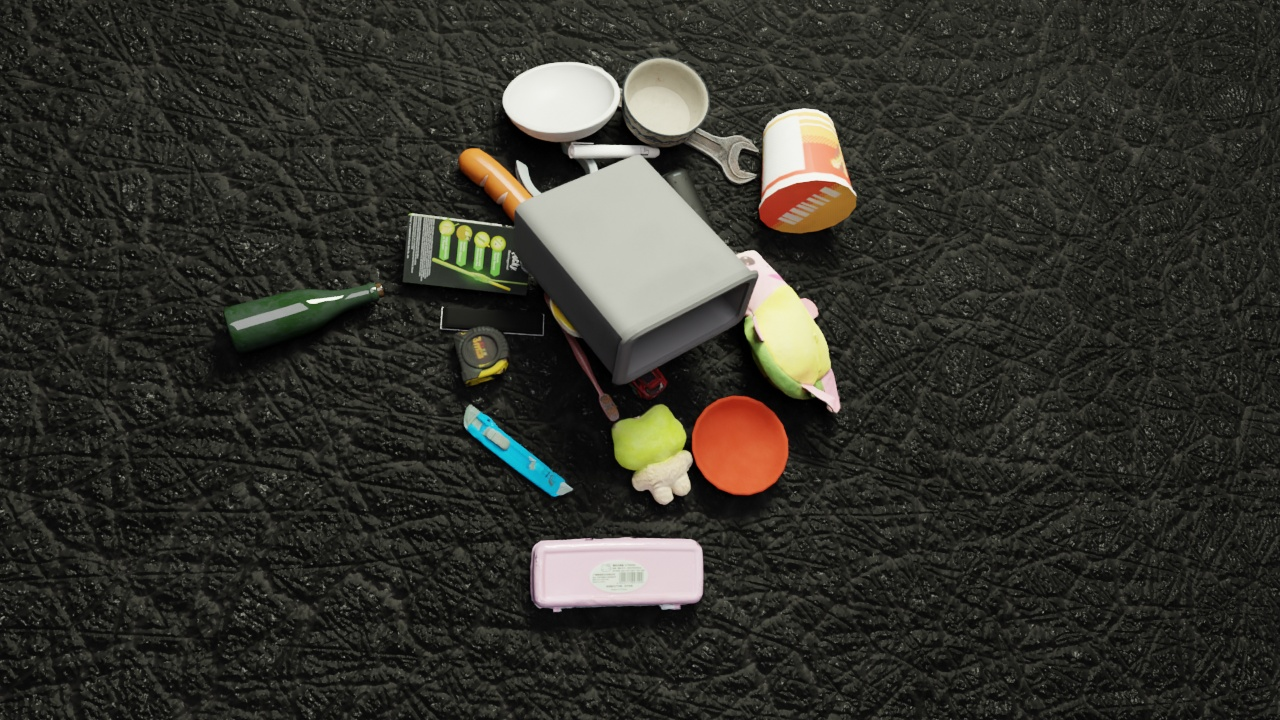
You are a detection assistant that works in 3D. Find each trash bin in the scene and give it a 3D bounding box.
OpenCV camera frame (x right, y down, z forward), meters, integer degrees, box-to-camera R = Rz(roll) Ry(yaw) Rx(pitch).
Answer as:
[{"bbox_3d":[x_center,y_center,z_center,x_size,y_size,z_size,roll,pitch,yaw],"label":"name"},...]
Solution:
[{"bbox_3d":[-0.010,-0.110,1.053,0.191,0.098,0.220,-28,64,-25],"label":"trash bin"}]

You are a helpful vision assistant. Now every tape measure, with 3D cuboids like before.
[{"bbox_3d":[-0.188,-0.009,1.096,0.062,0.038,0.067,-16,75,-7],"label":"tape measure"}]

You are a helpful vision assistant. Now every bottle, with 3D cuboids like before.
[{"bbox_3d":[-0.383,-0.058,1.058,0.174,0.055,0.055,-18,79,-18],"label":"bottle"}]

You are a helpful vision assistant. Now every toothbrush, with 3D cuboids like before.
[{"bbox_3d":[-0.075,-0.007,1.130,0.015,0.016,0.184,-28,80,-11],"label":"toothbrush"}]

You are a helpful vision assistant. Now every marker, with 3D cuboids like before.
[{"bbox_3d":[-0.032,-0.273,1.193,0.133,0.017,0.020,-8,100,-31],"label":"marker"}]

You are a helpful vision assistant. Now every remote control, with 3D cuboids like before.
[{"bbox_3d":[-0.180,-0.048,1.120,0.124,0.012,0.028,4,74,-11],"label":"remote control"},{"bbox_3d":[0.074,-0.184,1.208,0.041,0.020,0.152,-22,82,-16],"label":"remote control"}]

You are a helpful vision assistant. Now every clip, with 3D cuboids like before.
[{"bbox_3d":[-0.064,-0.227,1.187,0.172,0.029,0.143,44,72,2],"label":"clip"}]

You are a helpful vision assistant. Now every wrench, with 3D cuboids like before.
[{"bbox_3d":[0.039,-0.320,1.244,0.273,0.010,0.070,27,71,-4],"label":"wrench"}]

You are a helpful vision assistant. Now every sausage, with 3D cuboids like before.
[{"bbox_3d":[-0.165,-0.204,1.153,0.044,0.039,0.164,-42,86,-14],"label":"sausage"}]

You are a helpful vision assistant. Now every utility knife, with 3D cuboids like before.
[{"bbox_3d":[-0.147,0.110,1.082,0.158,0.015,0.031,37,75,-1],"label":"utility knife"}]

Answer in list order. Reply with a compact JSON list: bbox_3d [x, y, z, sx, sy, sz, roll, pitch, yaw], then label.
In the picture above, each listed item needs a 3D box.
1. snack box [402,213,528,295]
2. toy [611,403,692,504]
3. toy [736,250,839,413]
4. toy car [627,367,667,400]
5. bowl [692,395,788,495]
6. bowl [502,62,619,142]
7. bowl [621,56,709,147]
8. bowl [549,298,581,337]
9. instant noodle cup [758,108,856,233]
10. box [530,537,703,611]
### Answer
[{"bbox_3d":[-0.208,-0.128,1.111,0.147,0.025,0.080,6,103,-10],"label":"snack box"},{"bbox_3d":[0.018,0.114,1.100,0.092,0.046,0.115,-24,88,-16],"label":"toy"},{"bbox_3d":[0.176,-0.033,1.148,0.238,0.088,0.189,56,36,6],"label":"toy"},{"bbox_3d":[-0.007,0.007,1.131,0.042,0.036,0.091,-38,79,-19],"label":"toy car"},{"bbox_3d":[0.118,0.106,1.128,0.122,0.035,0.122,3,74,-11],"label":"bowl"},{"bbox_3d":[-0.100,-0.325,1.185,0.149,0.043,0.149,-1,51,1],"label":"bowl"},{"bbox_3d":[0.028,-0.332,1.207,0.115,0.059,0.115,3,74,-11],"label":"bowl"},{"bbox_3d":[-0.008,-0.073,1.123,0.219,0.060,0.188,-23,64,-21],"label":"bowl"},{"bbox_3d":[0.214,-0.253,1.211,0.123,0.124,0.121,3,66,-11],"label":"instant noodle cup"},{"bbox_3d":[-0.026,0.247,1.060,0.202,0.044,0.086,1,80,-12],"label":"box"}]
